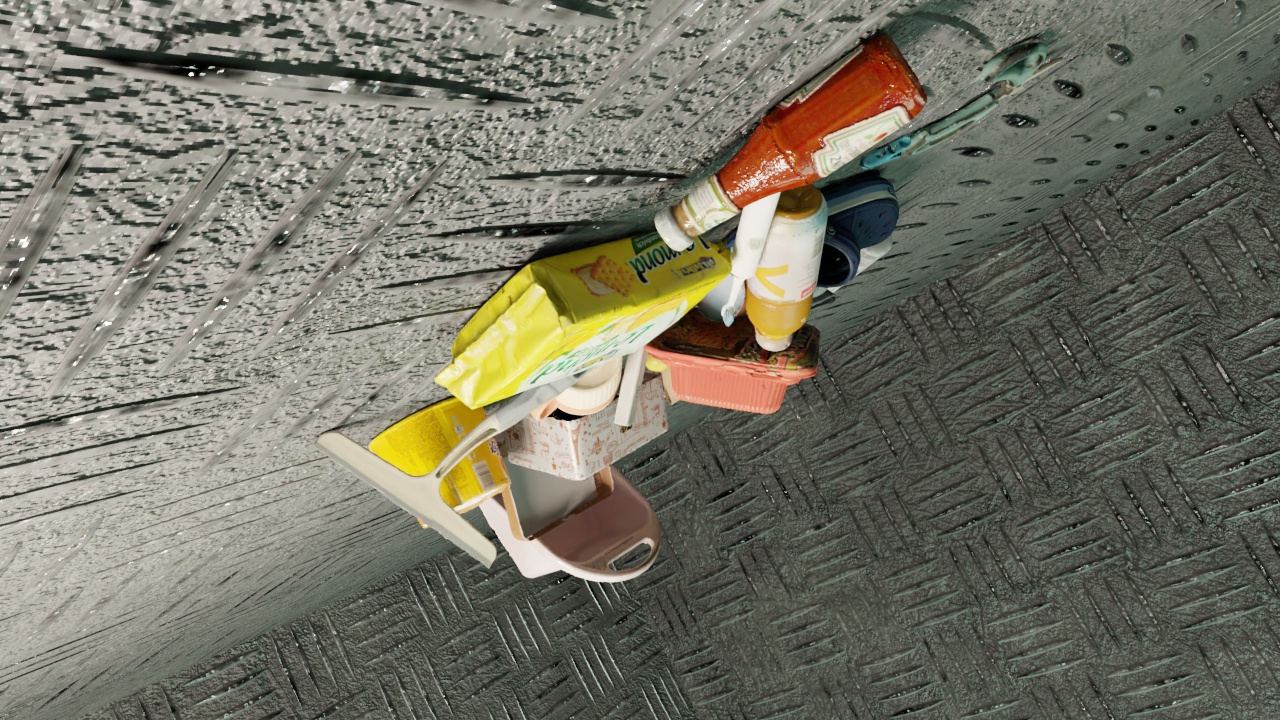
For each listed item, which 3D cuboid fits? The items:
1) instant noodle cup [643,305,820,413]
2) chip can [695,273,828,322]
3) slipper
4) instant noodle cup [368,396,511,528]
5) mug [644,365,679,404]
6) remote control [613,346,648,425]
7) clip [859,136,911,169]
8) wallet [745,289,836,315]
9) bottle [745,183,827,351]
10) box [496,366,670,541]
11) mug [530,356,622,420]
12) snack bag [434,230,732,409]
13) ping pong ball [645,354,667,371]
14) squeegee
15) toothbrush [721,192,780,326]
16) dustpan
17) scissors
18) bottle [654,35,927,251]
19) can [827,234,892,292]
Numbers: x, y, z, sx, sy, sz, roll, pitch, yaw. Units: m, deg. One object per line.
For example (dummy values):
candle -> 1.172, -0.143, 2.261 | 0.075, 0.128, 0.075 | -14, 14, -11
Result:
instant noodle cup -> 0.101, -0.002, 1.017 | 0.189, 0.079, 0.164 | 10, -159, 11
chip can -> 0.146, -0.094, 1.068 | 0.071, 0.071, 0.214 | -35, 169, 38
slipper -> 0.197, -0.126, 0.978 | 0.252, 0.095, 0.105 | -17, 169, -35
instant noodle cup -> -0.215, 0.115, 1.023 | 0.138, 0.110, 0.138 | -28, 173, -4
mug -> 0.066, 0.002, 1.396 | 0.103, 0.084, 0.124 | -29, -164, -6
remote control -> -0.006, 0.006, 1.033 | 0.019, 0.135, 0.056 | 12, -178, 7
clip -> 0.242, -0.205, 0.912 | 0.056, 0.015, 0.050 | -28, 174, -15
wallet -> 0.175, -0.082, 1.184 | 0.120, 0.097, 0.019 | -23, 130, -18
bottle -> 0.135, -0.083, 0.873 | 0.068, 0.068, 0.190 | -26, 144, -18
box -> -0.071, 0.123, 1.141 | 0.157, 0.193, 0.182 | 7, -157, 41
mug -> -0.072, 0.018, 0.976 | 0.114, 0.081, 0.106 | -41, 172, -13
snack bag -> -0.041, -0.044, 0.780 | 0.245, 0.068, 0.158 | -20, 168, -46
ping pong ball -> 0.024, -0.004, 1.313 | 0.040, 0.040, 0.040 | -28, 172, -5
squeegee -> -0.145, 0.067, 0.917 | 0.247, 0.246, 0.039 | -39, -145, 9
toothbrush -> 0.094, -0.099, 0.807 | 0.027, 0.026, 0.221 | 3, 148, -4
dustpan -> -0.097, 0.179, 1.252 | 0.139, 0.273, 0.221 | -31, 177, 41
scissors -> 0.331, -0.256, 0.878 | 0.170, 0.019, 0.178 | -28, 171, 10
bottle -> 0.100, -0.145, 0.651 | 0.206, 0.059, 0.059 | -32, 171, 23
can -> 0.281, -0.141, 1.261 | 0.058, 0.058, 0.147 | -24, 171, -27
